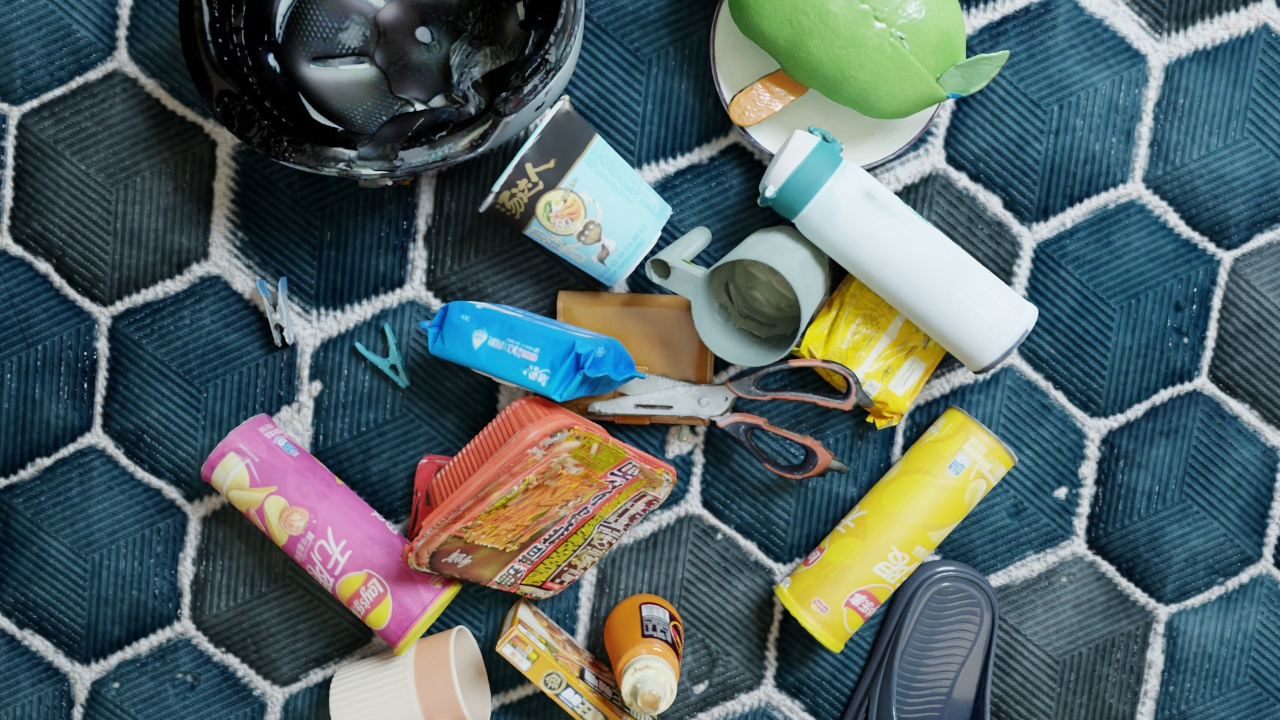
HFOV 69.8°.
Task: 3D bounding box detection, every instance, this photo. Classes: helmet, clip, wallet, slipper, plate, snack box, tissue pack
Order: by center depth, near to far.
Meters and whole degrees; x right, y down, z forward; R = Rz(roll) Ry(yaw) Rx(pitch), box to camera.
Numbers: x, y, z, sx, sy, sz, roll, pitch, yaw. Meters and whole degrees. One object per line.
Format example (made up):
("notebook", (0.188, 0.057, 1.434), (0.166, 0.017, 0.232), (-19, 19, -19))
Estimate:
("helmet", (-0.165, -0.242, 0.663), (0.274, 0.156, 0.230), (-13, 95, 11))
("tissue pack", (-0.081, -0.006, 0.693), (0.157, 0.094, 0.052), (17, 96, 20))
("plate", (0.150, -0.243, 0.727), (0.192, 0.039, 0.192), (0, 95, -1))
("clip", (-0.293, -0.040, 0.743), (0.042, 0.026, 0.058), (-8, 95, -8))
("snack box", (-0.050, 0.261, 0.749), (0.153, 0.075, 0.026), (42, 93, -5))
("wallet", (-0.004, 0.004, 0.751), (0.130, 0.035, 0.119), (2, 92, 1))
("clip", (-0.207, 0.000, 0.754), (0.033, 0.013, 0.054), (-33, 93, 2))
("slipper", (0.231, 0.300, 0.757), (0.110, 0.083, 0.268), (15, 93, -1))

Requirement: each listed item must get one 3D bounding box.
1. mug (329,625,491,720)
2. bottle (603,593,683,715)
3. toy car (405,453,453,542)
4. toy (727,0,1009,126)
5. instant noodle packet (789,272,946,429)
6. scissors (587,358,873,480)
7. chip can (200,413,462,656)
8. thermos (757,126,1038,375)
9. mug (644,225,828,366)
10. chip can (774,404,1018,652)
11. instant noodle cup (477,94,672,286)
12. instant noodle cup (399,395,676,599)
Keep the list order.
("mug", (-0.183, 0.280, 0.731), (0.106, 0.114, 0.082), (-18, 123, 2))
("bottle", (0.005, 0.232, 0.710), (0.067, 0.149, 0.067), (0, 95, -2))
("toy car", (-0.167, 0.131, 0.758), (0.049, 0.031, 0.106), (10, 97, -1))
("toy", (0.139, -0.263, 0.655), (0.246, 0.089, 0.227), (38, 111, -14))
("instant noodle packet", (0.195, -0.022, 0.745), (0.111, 0.044, 0.128), (38, 90, 2))
("scissors", (0.069, 0.045, 0.728), (0.202, 0.015, 0.206), (-36, 96, 8))
("chip can", (-0.243, 0.135, 0.722), (0.210, 0.071, 0.071), (40, 93, 3))
("thermos", (0.189, -0.086, 0.689), (0.224, 0.073, 0.073), (39, 93, -2))
("mug", (0.077, -0.062, 0.702), (0.124, 0.103, 0.084), (28, 121, 11))
("chip can", (0.206, 0.137, 0.746), (0.072, 0.072, 0.213), (43, 92, -4))
("instant noodle cup", (-0.044, -0.122, 0.704), (0.120, 0.111, 0.111), (37, 93, -11))
("instant noodle cup", (-0.080, 0.101, 0.698), (0.165, 0.188, 0.079), (-42, 55, 11))
